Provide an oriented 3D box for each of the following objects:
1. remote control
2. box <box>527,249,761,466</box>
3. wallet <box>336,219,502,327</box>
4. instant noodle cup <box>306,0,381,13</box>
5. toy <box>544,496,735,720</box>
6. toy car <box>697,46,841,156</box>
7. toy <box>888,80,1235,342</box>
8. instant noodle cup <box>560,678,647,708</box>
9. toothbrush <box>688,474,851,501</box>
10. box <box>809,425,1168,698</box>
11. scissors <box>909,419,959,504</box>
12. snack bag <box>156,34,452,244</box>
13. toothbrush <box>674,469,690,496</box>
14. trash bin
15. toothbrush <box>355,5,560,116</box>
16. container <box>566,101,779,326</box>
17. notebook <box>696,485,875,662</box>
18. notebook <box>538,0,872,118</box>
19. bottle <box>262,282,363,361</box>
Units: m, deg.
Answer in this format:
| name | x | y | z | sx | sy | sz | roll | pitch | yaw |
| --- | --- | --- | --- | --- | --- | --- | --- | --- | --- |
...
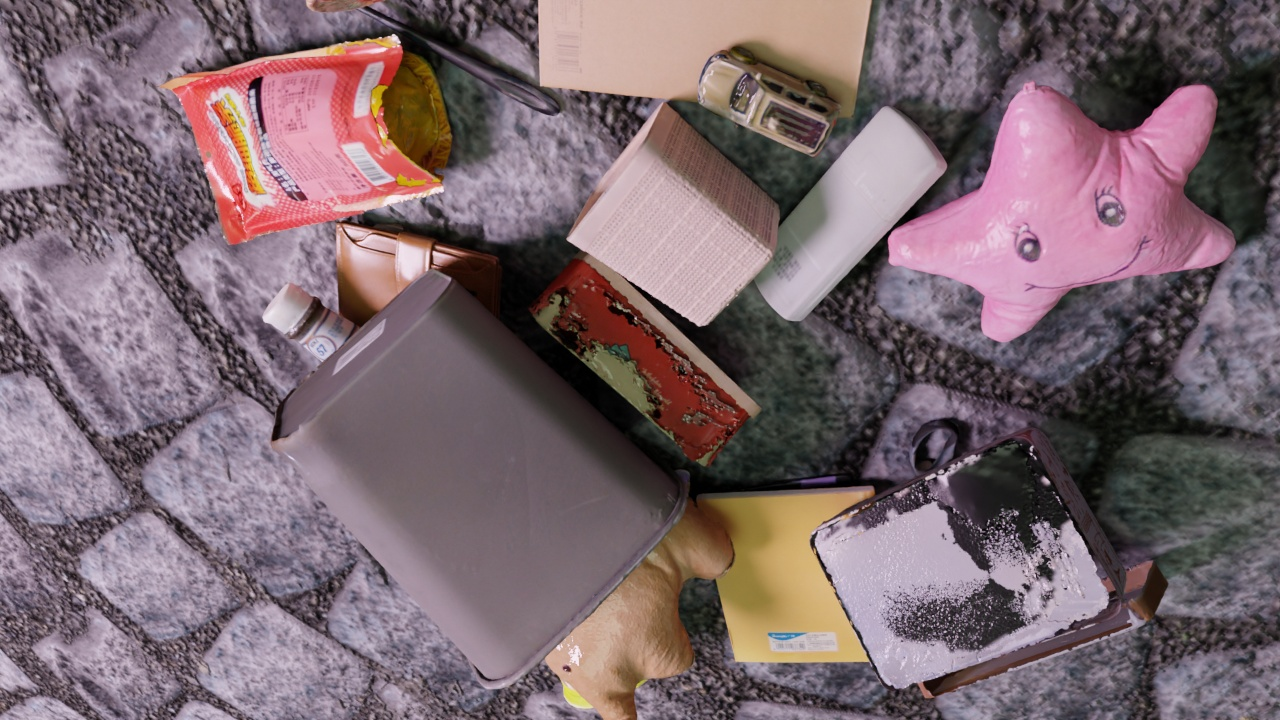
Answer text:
| name | x | y | z | sx | sy | sz | roll | pitch | yaw |
| --- | --- | --- | --- | --- | --- | --- | --- | --- | --- |
| remote control | 0.132 | -0.093 | 0.605 | 0.150 | 0.021 | 0.058 | -50 | 56 | 33 |
| box | -0.004 | 0.004 | 0.661 | 0.168 | 0.091 | 0.077 | 42 | 89 | -12 |
| wallet | -0.175 | -0.052 | 0.724 | 0.132 | 0.031 | 0.108 | 14 | 125 | 5 |
| instant noodle cup | -0.141 | -0.278 | 0.511 | 0.152 | 0.151 | 0.111 | -16 | 107 | 23 |
| toy | -0.020 | 0.207 | 0.735 | 0.143 | 0.082 | 0.226 | 21 | 87 | 7 |
| toy car | 0.078 | -0.162 | 0.575 | 0.090 | 0.035 | 0.042 | 25 | 125 | 0 |
| toy | 0.247 | -0.091 | 0.555 | 0.195 | 0.074 | 0.178 | -21 | 127 | 23 |
| instant noodle cup | -0.048 | 0.223 | 0.819 | 0.112 | 0.111 | 0.123 | -22 | 105 | 25 |
| toothbrush | 0.081 | 0.113 | 0.765 | 0.189 | 0.016 | 0.014 | -11 | 127 | 19 |
| box | 0.260 | 0.146 | 0.688 | 0.181 | 0.204 | 0.158 | -35 | 71 | 29 |
| scissors | 0.229 | 0.115 | 0.730 | 0.164 | 0.014 | 0.165 | -18 | 116 | 27 |
| snack bag | -0.242 | -0.158 | 0.659 | 0.208 | 0.073 | 0.129 | -5 | 115 | 24 |
| toothbrush | -0.052 | 0.098 | 0.789 | 0.190 | 0.020 | 0.029 | 5 | 81 | 13 |
| trash bin | -0.122 | 0.068 | 0.651 | 0.199 | 0.199 | 0.220 | -44 | 109 | -8 |
| toothbrush | -0.135 | -0.213 | 0.623 | 0.181 | 0.018 | 0.016 | 27 | 123 | -5 |
| container | 0.027 | -0.094 | 0.611 | 0.111 | 0.089 | 0.090 | 36 | 123 | -12 |
| notebook | 0.136 | 0.191 | 0.792 | 0.146 | 0.010 | 0.206 | -5 | 123 | 15 |
| notebook | 0.036 | -0.233 | 0.566 | 0.211 | 0.012 | 0.150 | 9 | 124 | 10 |
| bottle | -0.208 | 0.010 | 0.736 | 0.080 | 0.043 | 0.195 | -30 | 122 | 36 |
